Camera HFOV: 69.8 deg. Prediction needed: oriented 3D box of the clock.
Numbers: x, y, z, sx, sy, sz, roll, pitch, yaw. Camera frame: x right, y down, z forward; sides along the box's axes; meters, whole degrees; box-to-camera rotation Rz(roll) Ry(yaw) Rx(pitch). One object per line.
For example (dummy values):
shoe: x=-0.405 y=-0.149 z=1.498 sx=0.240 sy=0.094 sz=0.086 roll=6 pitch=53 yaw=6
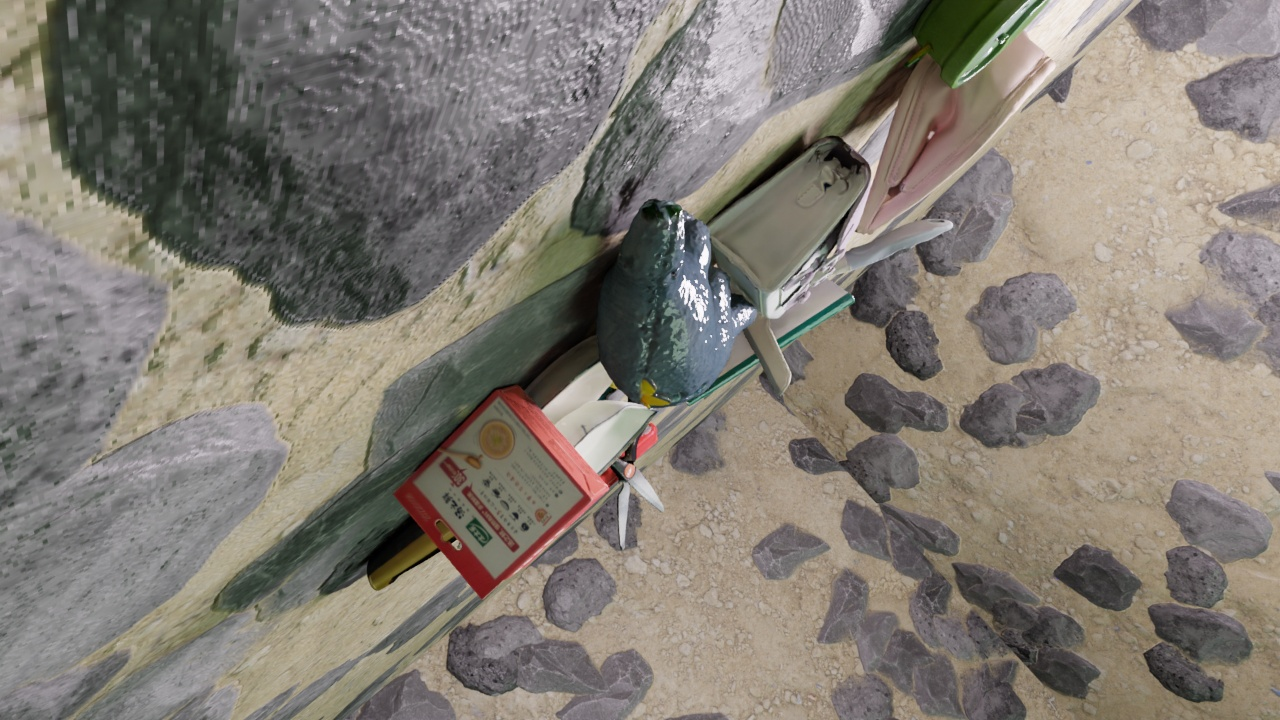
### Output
clock: x=0.284 y=-0.286 z=0.736 sx=0.160 sy=0.056 sz=0.116 roll=-36 pitch=170 yaw=-36

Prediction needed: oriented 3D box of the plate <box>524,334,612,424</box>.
plate: x=-0.063 y=0.025 z=0.814 sx=0.165 sy=0.034 sz=0.163 roll=-46 pitch=171 yaw=29

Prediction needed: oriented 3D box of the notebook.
notebook: x=0.117 y=-0.038 z=1.025 sx=0.209 sy=0.012 sz=0.150 roll=-33 pitch=-152 yaw=0

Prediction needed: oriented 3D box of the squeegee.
squeegee: x=0.212 y=-0.095 z=0.966 sx=0.247 sy=0.039 sz=0.246 roll=-29 pitch=-150 yaw=7

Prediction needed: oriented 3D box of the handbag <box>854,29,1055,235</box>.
handbag: x=0.288 y=-0.211 z=0.911 sx=0.192 sy=0.093 sz=0.235 roll=-41 pitch=166 yaw=-40

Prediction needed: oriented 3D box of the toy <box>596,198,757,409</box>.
toy: x=0.027 y=-0.030 z=0.696 sx=0.138 sy=0.091 sz=0.356 roll=-56 pitch=164 yaw=0

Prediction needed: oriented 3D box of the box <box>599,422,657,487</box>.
box: x=-0.078 y=0.141 z=1.149 sx=0.200 sy=0.112 sz=0.100 roll=-37 pitch=145 yaw=-38

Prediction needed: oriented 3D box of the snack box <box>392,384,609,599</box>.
snack box: x=-0.110 y=0.103 z=0.723 sx=0.127 sy=0.113 sz=0.044 roll=-43 pitch=173 yaw=15

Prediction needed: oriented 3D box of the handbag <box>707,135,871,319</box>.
handbag: x=0.143 y=-0.117 z=0.849 sx=0.145 sy=0.098 sz=0.197 roll=-48 pitch=172 yaw=4

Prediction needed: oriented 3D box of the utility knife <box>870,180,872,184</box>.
utility knife: x=0.195 y=-0.151 z=1.077 sx=0.210 sy=0.018 sz=0.034 roll=-36 pitch=170 yaw=15

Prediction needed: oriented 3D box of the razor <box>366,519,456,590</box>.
razor: x=-0.189 y=0.163 z=0.868 sx=0.167 sy=0.067 sz=0.062 roll=-36 pitch=172 yaw=5

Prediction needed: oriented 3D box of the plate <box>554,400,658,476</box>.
plate: x=-0.061 y=0.091 z=0.894 sx=0.162 sy=0.034 sz=0.265 roll=-45 pitch=170 yaw=5

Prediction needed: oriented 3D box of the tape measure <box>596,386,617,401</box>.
tape measure: x=-0.035 y=0.025 z=0.982 sx=0.054 sy=0.025 sz=0.058 roll=-41 pitch=173 yaw=5

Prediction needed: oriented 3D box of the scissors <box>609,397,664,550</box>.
scissors: x=-0.018 y=0.110 z=1.091 sx=0.220 sy=0.022 sz=0.230 roll=29 pitch=77 yaw=-47

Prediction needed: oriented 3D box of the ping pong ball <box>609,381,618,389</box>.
ping pong ball: x=-0.020 y=0.008 z=0.907 sx=0.040 sy=0.040 sz=0.040 roll=-41 pitch=172 yaw=-7
